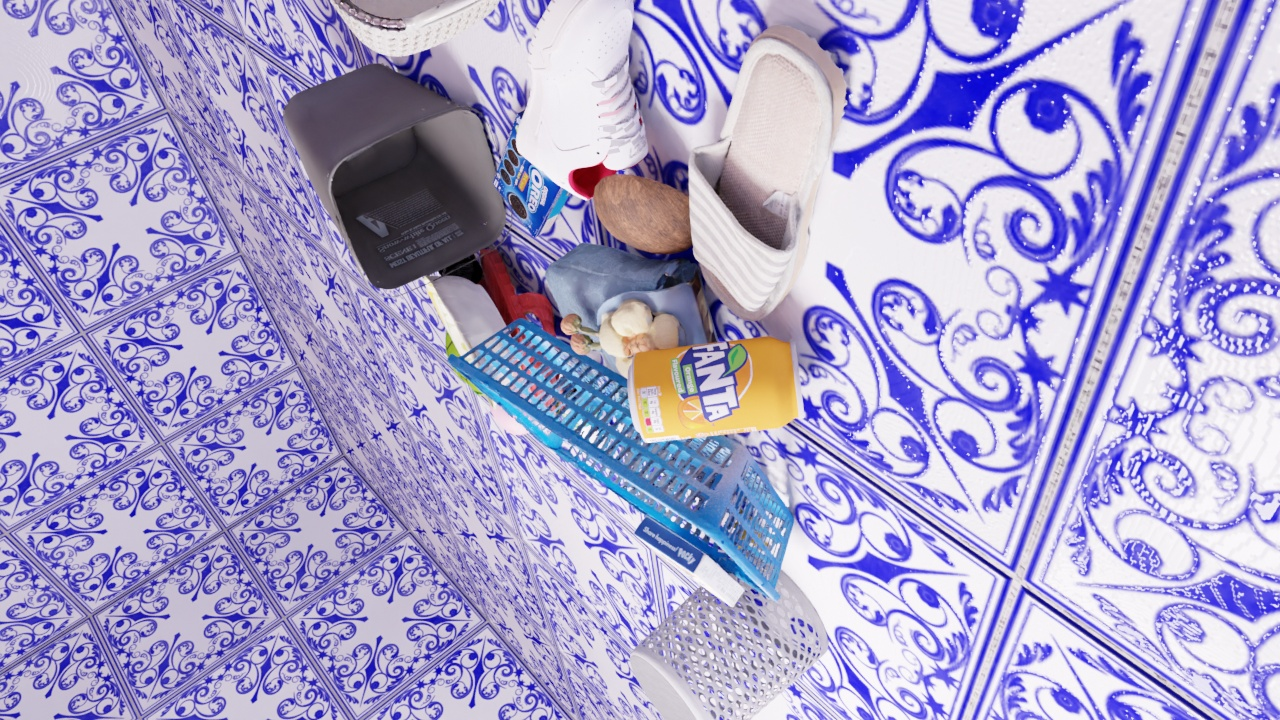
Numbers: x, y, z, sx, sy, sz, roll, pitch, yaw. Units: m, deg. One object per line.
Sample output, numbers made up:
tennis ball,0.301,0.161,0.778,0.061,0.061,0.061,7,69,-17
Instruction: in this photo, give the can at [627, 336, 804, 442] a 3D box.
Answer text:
can,0.064,0.024,0.785,0.079,0.142,0.079,-6,-91,-81

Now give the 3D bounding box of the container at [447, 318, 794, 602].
container,-0.006,0.092,0.959,0.362,0.089,0.257,30,168,32

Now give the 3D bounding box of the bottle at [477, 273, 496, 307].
bottle,-0.217,-0.074,1.273,0.176,0.062,0.062,52,155,7

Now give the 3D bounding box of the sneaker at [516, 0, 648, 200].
sneaker,-0.031,-0.212,0.749,0.104,0.090,0.237,43,153,5

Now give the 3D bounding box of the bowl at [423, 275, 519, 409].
bowl,-0.203,-0.034,1.155,0.219,0.060,0.189,47,160,45

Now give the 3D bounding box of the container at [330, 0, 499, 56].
container,-0.209,-0.378,0.756,0.251,0.184,0.143,59,167,-5

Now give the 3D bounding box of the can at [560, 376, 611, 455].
can,-0.074,0.072,1.207,0.055,0.054,0.102,24,141,49

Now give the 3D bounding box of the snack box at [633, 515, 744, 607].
snack box,0.055,0.216,0.981,0.082,0.026,0.150,29,168,33

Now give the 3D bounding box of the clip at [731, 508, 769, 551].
clip,0.118,0.197,1.040,0.054,0.048,0.046,39,-165,34

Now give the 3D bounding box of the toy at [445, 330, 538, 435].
toy,-0.224,0.005,1.357,0.238,0.087,0.191,57,139,6

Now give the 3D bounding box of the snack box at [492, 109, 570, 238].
snack box,-0.112,-0.195,0.975,0.082,0.027,0.150,53,155,4

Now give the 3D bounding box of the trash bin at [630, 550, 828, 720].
trash bin,0.099,0.342,1.077,0.156,0.183,0.157,41,152,28

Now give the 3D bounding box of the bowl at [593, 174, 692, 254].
bowl,0.004,-0.118,0.800,0.102,0.026,0.114,17,161,6

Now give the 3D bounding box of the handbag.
handbag,-0.016,-0.043,0.885,0.192,0.118,0.122,19,140,41

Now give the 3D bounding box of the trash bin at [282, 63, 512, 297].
trash bin,-0.300,-0.230,1.092,0.220,0.197,0.198,43,154,38

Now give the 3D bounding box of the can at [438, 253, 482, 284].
can,-0.259,-0.151,1.235,0.137,0.054,0.054,56,160,32

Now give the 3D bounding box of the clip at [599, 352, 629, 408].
clip,0.002,0.011,1.026,0.164,0.030,0.173,30,147,48

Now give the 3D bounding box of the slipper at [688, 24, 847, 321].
slipper,0.085,-0.124,0.687,0.114,0.054,0.273,49,154,24

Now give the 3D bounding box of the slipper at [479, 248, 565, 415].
slipper,-0.139,-0.047,1.173,0.104,0.059,0.248,102,144,-61
